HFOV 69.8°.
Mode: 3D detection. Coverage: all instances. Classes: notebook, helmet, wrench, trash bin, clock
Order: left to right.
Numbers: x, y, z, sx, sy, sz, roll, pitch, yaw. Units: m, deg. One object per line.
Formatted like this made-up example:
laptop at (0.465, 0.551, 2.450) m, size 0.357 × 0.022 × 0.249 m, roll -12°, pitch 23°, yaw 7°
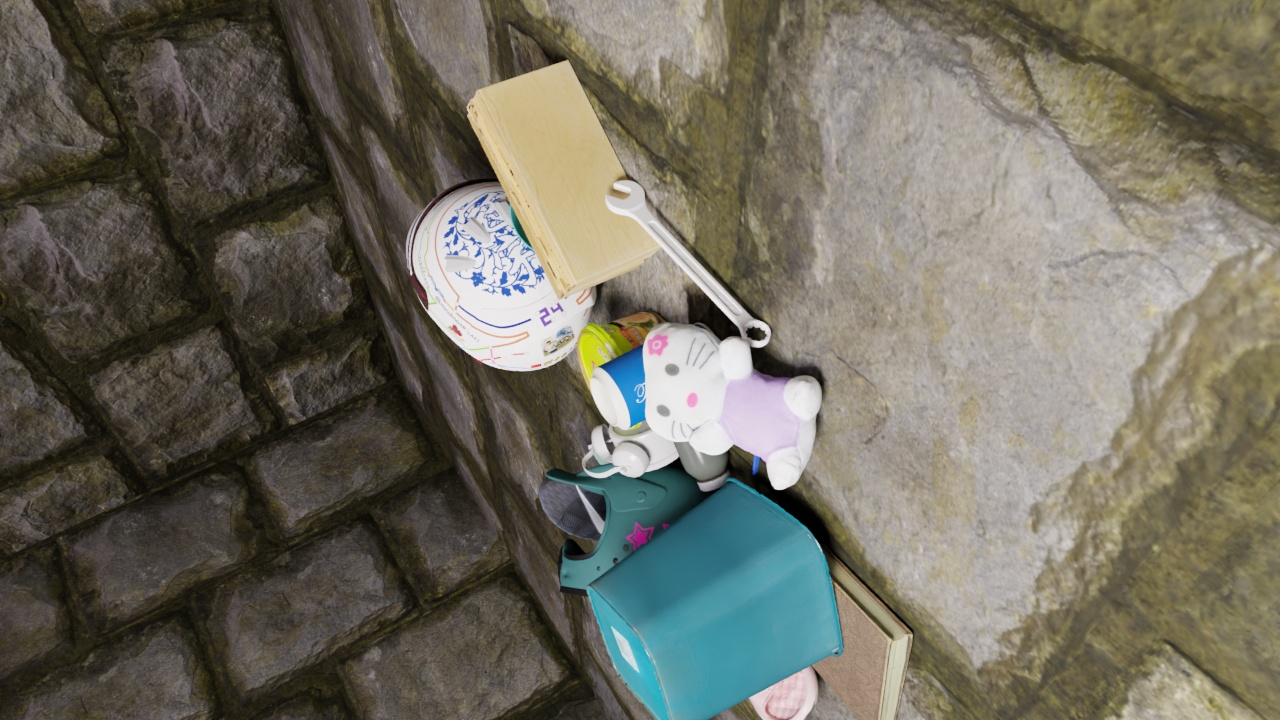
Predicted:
helmet at (-0.199, -0.134, 1.278) m, size 0.314 × 0.230 × 0.236 m, roll 53°, pitch 163°, yaw 9°
clock at (-0.004, 0.108, 1.216) m, size 0.120 × 0.159 × 0.061 m, roll 26°, pitch 147°, yaw 59°
helmet at (-0.003, 0.229, 1.258) m, size 0.275 × 0.200 × 0.176 m, roll 1°, pitch 165°, yaw 26°
wrench at (0.048, -0.109, 0.993) m, size 0.273 × 0.047 × 0.009 m, roll 49°, pitch 155°, yaw 28°
trash bin at (0.077, 0.284, 1.046) m, size 0.197 × 0.218 × 0.199 m, roll 28°, pitch 139°, yaw 57°
notebook at (0.231, 0.317, 1.074) m, size 0.190 × 0.034 × 0.216 m, roll 44°, pitch 152°, yaw 43°

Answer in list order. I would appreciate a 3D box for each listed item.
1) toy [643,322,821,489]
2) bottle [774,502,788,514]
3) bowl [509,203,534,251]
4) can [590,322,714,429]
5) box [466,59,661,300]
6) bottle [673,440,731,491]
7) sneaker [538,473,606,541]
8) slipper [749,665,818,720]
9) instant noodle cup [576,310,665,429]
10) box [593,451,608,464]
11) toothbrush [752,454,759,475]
toy at (0.091, 0.036, 0.948) m, size 0.209 × 0.085 × 0.138 m, roll 22°, pitch 113°, yaw 34°
bottle at (0.143, 0.195, 1.141) m, size 0.033 × 0.033 × 0.123 m, roll 63°, pitch 160°, yaw 1°
bowl at (-0.108, -0.178, 1.166) m, size 0.121 × 0.121 × 0.046 m, roll 61°, pitch 160°, yaw 6°
can at (0.020, 0.017, 1.058) m, size 0.079 × 0.146 × 0.079 m, roll 50°, pitch 156°, yaw 32°
box at (-0.093, -0.209, 1.084) m, size 0.249 × 0.128 × 0.092 m, roll 62°, pitch 159°, yaw 1°
bottle at (0.075, 0.107, 1.158) m, size 0.108 × 0.060 × 0.060 m, roll 67°, pitch 159°, yaw -9°
sneaker at (-0.075, 0.229, 1.545) m, size 0.252 × 0.097 × 0.150 m, roll 39°, pitch -166°, yaw -34°
slipper at (0.163, 0.413, 1.266) m, size 0.107 × 0.055 × 0.221 m, roll -59°, pitch 37°, yaw 15°
instant noodle cup at (-0.007, 0.007, 1.181) m, size 0.146 × 0.097 × 0.146 m, roll 50°, pitch 154°, yaw 34°
box at (0.003, 0.204, 1.496) m, size 0.187 × 0.078 × 0.112 m, roll 53°, pitch -174°, yaw 30°
toothbrush at (0.138, 0.081, 1.045) m, size 0.011 × 0.016 × 0.187 m, roll 47°, pitch 156°, yaw 33°
